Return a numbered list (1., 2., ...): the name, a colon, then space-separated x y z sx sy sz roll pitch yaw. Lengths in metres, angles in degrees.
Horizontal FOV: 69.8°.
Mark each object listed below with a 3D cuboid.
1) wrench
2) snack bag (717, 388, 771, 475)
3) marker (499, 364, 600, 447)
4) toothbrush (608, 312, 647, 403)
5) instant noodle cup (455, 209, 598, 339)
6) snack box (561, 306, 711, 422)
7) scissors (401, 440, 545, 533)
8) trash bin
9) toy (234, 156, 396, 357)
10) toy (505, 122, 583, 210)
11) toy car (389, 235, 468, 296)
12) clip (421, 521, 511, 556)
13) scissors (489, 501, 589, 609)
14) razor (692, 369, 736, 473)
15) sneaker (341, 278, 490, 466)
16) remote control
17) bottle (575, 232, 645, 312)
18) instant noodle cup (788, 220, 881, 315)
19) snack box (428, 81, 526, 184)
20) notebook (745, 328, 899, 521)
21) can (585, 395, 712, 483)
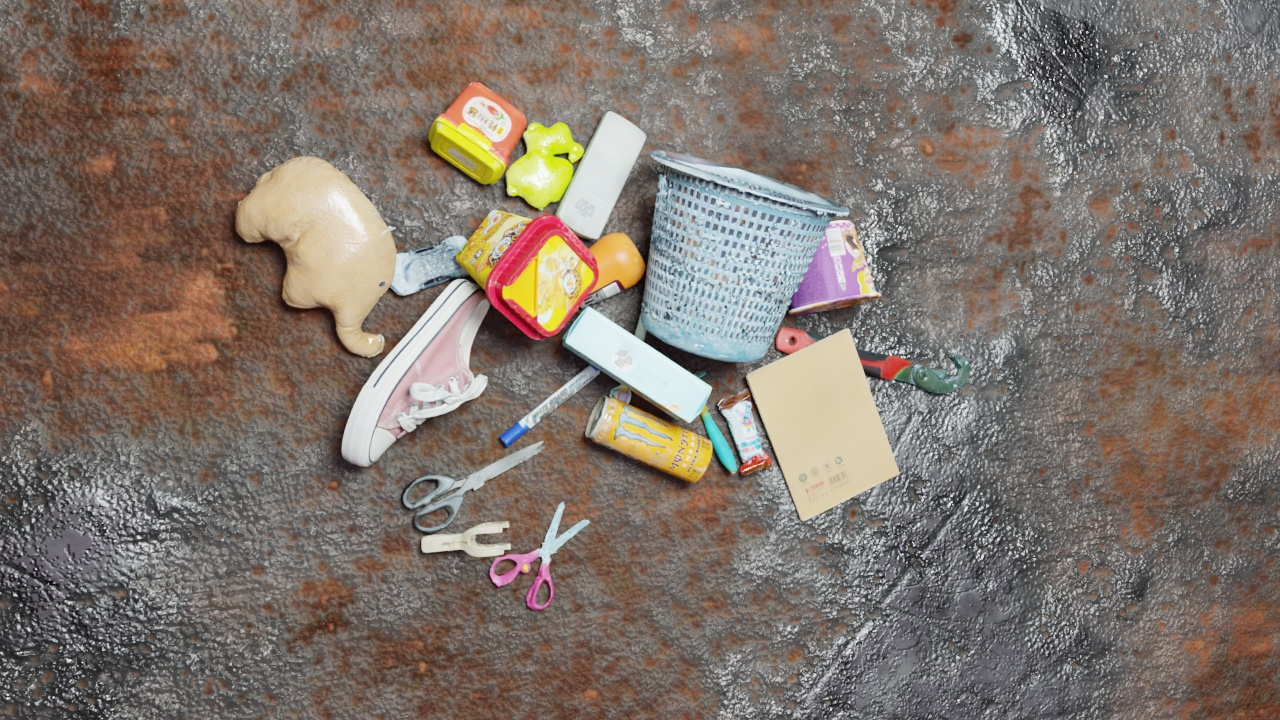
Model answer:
1. wrench: 0.300 -0.001 1.179 0.273 0.016 0.056 10 90 -13
2. snack bag: 0.130 0.091 1.138 0.045 0.026 0.105 -20 95 -9
3. marker: -0.105 0.051 1.086 0.145 0.017 0.017 -39 100 -9
4. toothbrush: 0.002 -0.041 1.106 0.029 0.020 0.189 16 88 25
5. instant noodle cup: -0.130 -0.103 1.010 0.116 0.124 0.116 -53 136 -7
6. snack box: -0.006 0.006 1.057 0.175 0.074 0.051 33 85 -6
7. scissors: -0.188 0.148 1.076 0.175 0.014 0.133 7 90 -16
8. trash bin: 0.094 -0.112 1.034 0.226 0.226 0.195 13 107 -13
9. toy: -0.332 -0.111 0.999 0.143 0.082 0.226 -30 101 10
10. toy: -0.111 -0.226 1.066 0.096 0.031 0.100 -7 94 -17
11. toy car: -0.239 -0.108 1.042 0.105 0.031 0.049 -20 95 -10
12. clip: -0.194 0.206 1.047 0.102 0.095 0.035 -1 86 -23
13. scissors: -0.109 0.237 1.095 0.135 0.017 0.108 -34 96 -13
14. razor: 0.087 0.078 1.125 0.043 0.028 0.132 -27 95 -9
15. sneaker: -0.232 0.024 1.014 0.088 0.118 0.240 33 79 8
16. remote control: -0.047 -0.216 1.078 0.058 0.021 0.150 29 80 -22
17. bottle: -0.069 -0.089 1.069 0.149 0.067 0.067 -33 99 -2
18. instant noodle cup: 0.226 -0.113 1.117 0.111 0.112 0.099 -10 85 -13
19. snack box: -0.180 -0.256 1.029 0.091 0.082 0.080 33 71 -13
20. notebook: 0.233 0.083 1.161 0.147 0.008 0.208 -24 102 -9
21. can: 0.011 0.095 1.094 0.146 0.058 0.058 24 86 -13
